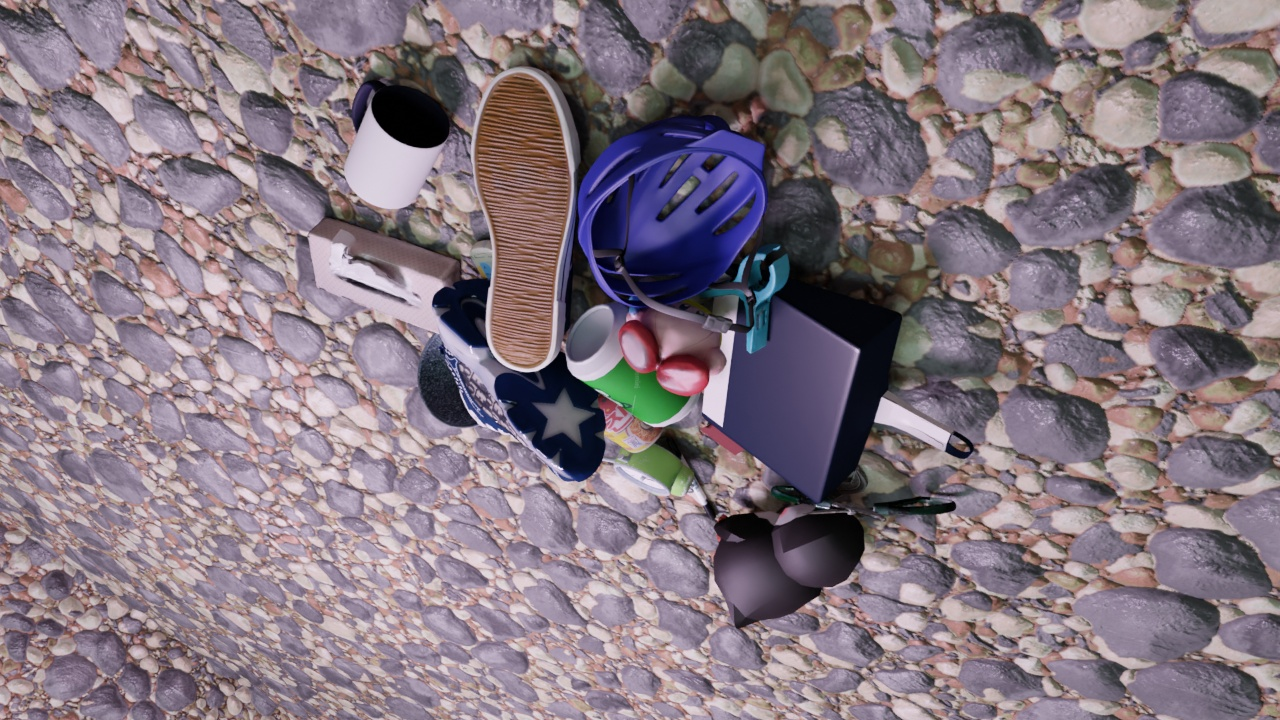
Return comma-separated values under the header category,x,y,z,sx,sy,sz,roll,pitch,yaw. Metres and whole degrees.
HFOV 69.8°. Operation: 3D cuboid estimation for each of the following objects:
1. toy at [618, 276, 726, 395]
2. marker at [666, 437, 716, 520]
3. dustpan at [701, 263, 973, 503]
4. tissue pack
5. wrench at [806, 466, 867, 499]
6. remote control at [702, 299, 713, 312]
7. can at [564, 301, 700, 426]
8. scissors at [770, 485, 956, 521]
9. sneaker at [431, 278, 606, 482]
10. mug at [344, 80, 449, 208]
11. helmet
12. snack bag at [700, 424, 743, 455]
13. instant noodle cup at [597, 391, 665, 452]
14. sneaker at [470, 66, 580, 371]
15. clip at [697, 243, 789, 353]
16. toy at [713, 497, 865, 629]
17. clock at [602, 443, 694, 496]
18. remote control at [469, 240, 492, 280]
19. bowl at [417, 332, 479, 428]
category,x,y,z,sx,sy,sz,roll,pitch,yaw
toy,0.033,-0.023,0.901,0.124,0.131,0.097,27,132,13
marker,0.066,0.153,1.175,0.011,0.011,0.152,-6,128,32
dustpan,0.196,0.035,0.927,0.273,0.080,0.237,37,145,29
tissue pack,-0.305,-0.098,1.077,0.181,0.071,0.104,22,139,11
wrench,0.200,0.202,1.155,0.070,0.010,0.274,26,138,1
remote control,0.101,-0.037,0.961,0.151,0.019,0.074,-26,117,43
can,-0.006,0.006,0.958,0.088,0.087,0.140,-18,139,39
scissors,0.248,0.158,1.022,0.205,0.015,0.202,2,-177,-18
sneaker,-0.142,0.041,1.017,0.269,0.103,0.133,48,142,20
mug,-0.254,-0.226,0.921,0.112,0.078,0.097,56,138,10
helmet,0.026,-0.095,0.792,0.147,0.227,0.242,13,145,-25
snack bag,0.135,0.063,1.047,0.057,0.013,0.158,35,138,-12
instant noodle cup,-0.027,0.048,1.063,0.101,0.100,0.112,-19,129,39
sneaker,-0.104,-0.145,0.920,0.121,0.127,0.295,8,115,14
clip,0.099,-0.072,0.854,0.097,0.026,0.116,46,149,11
toy,0.180,0.235,1.082,0.159,0.139,0.185,36,137,-18
clock,0.016,0.136,1.141,0.119,0.042,0.094,35,161,-19
remote control,-0.154,-0.084,1.047,0.038,0.018,0.126,0,133,27
bowl,-0.200,0.017,1.127,0.137,0.137,0.057,7,174,21
